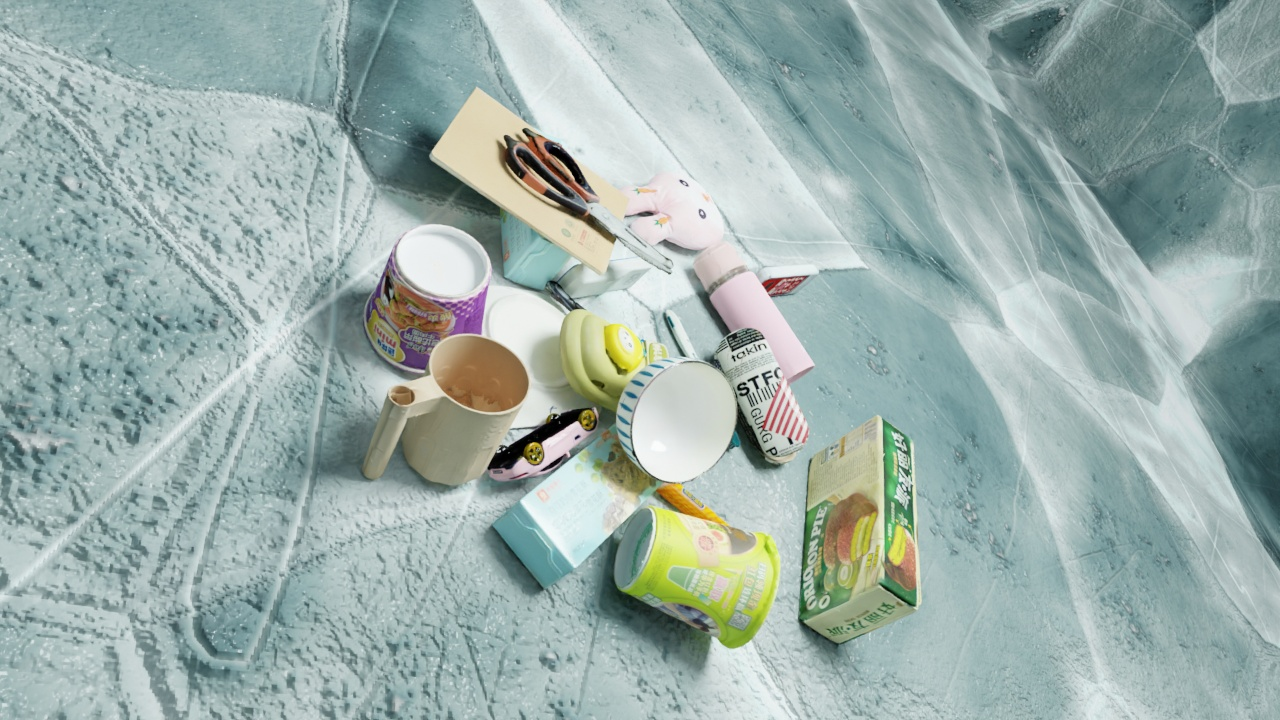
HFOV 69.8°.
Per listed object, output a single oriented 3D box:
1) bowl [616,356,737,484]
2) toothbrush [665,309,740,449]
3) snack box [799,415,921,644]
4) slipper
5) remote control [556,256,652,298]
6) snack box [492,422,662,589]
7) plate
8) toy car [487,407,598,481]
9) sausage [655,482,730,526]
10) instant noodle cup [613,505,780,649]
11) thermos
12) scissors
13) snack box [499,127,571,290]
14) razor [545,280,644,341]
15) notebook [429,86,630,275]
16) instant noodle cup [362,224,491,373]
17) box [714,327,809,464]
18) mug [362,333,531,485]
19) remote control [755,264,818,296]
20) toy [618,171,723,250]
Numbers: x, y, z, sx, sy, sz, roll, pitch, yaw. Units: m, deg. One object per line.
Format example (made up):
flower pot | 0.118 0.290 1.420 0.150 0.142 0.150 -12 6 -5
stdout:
bowl | 0.025 0.050 0.858 0.116 0.066 0.116 -8 106 -29
toothbrush | 0.069 0.020 1.070 0.016 0.018 0.191 -2 57 -44
snack box | 0.242 0.181 1.014 0.063 0.115 0.239 35 40 -18
slipper | -0.005 0.005 0.923 0.190 0.082 0.091 38 38 -47
remote control | -0.041 -0.093 1.032 0.124 0.049 0.024 -16 72 -48
snack box | -0.050 0.126 0.835 0.074 0.052 0.174 51 38 2
plate | -0.110 -0.012 0.910 0.164 0.034 0.163 -2 60 -44
toy car | -0.085 0.078 0.835 0.122 0.056 0.037 -32 109 -43
sausage | 0.038 0.137 0.933 0.165 0.022 0.021 41 39 -10
instant noodle cup | 0.046 0.189 0.835 0.123 0.112 0.111 24 44 -17
thermos | 0.141 -0.056 1.169 0.198 0.067 0.087 57 7 14
scissors | -0.047 -0.170 0.980 0.208 0.015 0.185 9 51 -38
snack box | -0.115 -0.168 1.004 0.051 0.074 0.174 17 47 -33
razor | -0.049 -0.039 0.996 0.142 0.022 0.042 38 34 -20
notebook | -0.108 -0.190 0.962 0.207 0.008 0.147 33 40 -17
instant noodle cup | -0.184 -0.059 0.809 0.111 0.099 0.111 11 54 -16
box | 0.140 0.046 1.086 0.163 0.076 0.087 65 2 20
mug | -0.161 0.047 0.746 0.124 0.104 0.084 -19 61 -43
remote control | 0.192 -0.108 1.261 0.135 0.056 0.020 -9 63 -47
toy | 0.041 -0.192 1.195 0.159 0.054 0.121 -16 69 -40
